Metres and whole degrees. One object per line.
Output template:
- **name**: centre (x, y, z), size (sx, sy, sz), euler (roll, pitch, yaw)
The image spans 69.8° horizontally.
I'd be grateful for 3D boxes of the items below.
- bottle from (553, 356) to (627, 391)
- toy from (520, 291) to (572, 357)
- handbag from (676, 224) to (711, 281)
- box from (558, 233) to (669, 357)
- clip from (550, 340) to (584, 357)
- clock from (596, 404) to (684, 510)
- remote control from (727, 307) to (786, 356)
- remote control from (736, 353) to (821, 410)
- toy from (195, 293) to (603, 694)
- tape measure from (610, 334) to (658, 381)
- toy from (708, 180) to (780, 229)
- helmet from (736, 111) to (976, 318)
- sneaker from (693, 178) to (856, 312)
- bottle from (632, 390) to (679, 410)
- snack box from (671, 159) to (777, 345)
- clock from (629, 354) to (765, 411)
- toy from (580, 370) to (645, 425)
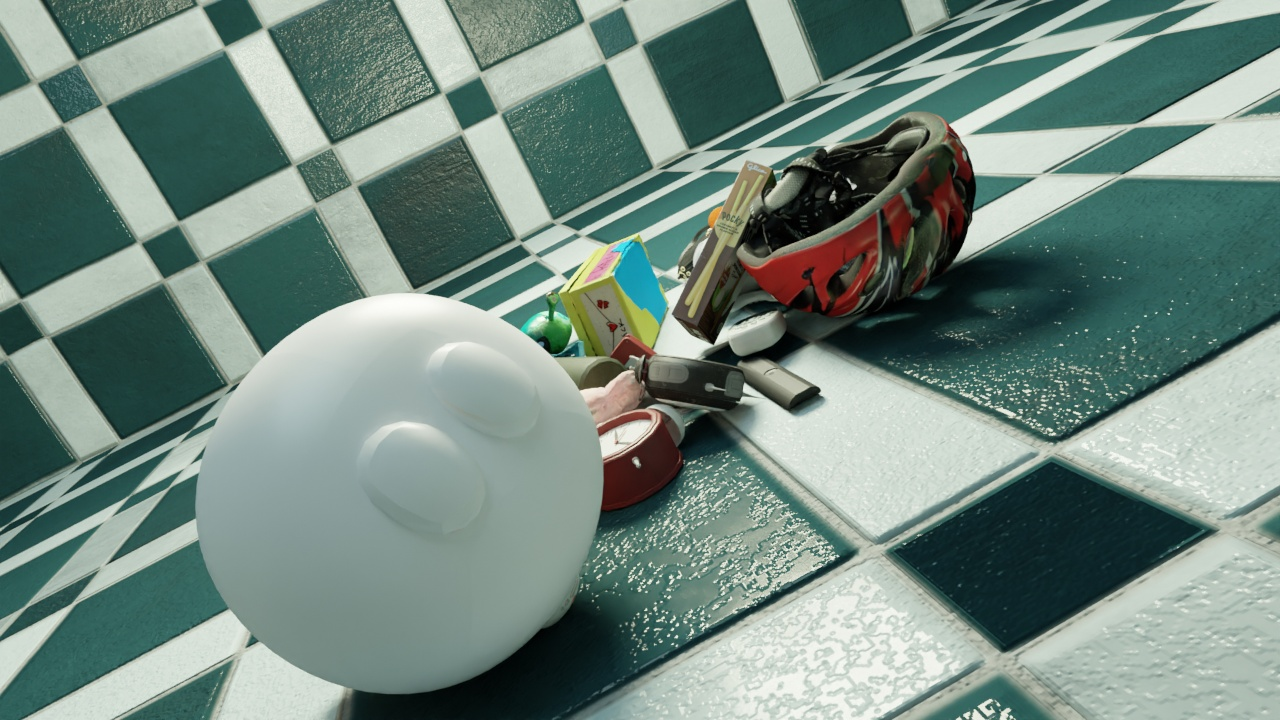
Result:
- **bottle**: centre (-0.091, 0.032, 1.045), size (0.071, 0.071, 0.207), euler (-36, 18, -29)
- **toy**: centre (-0.150, -0.012, 1.193), size (0.194, 0.072, 0.130), euler (-45, -21, 16)
- **handbag**: centre (0.098, -0.166, 1.367), size (0.129, 0.054, 0.078), euler (-40, 7, 46)
- **box**: centre (-0.028, -0.080, 1.211), size (0.080, 0.124, 0.220), euler (-20, 19, 14)
- **clip**: centre (-0.117, 0.005, 1.134), size (0.103, 0.027, 0.120), euler (2, -19, 1)
- **clock**: centre (-0.012, 0.081, 0.812), size (0.096, 0.048, 0.137), euler (-20, 18, 21)
- **remote control**: centre (0.121, -0.031, 0.958), size (0.060, 0.028, 0.114), euler (-20, 6, 17)
- **remote control**: centre (0.126, 0.018, 0.854), size (0.033, 0.015, 0.147), euler (-28, 16, -6)
- **toy**: centre (-0.160, 0.100, 0.640), size (0.262, 0.265, 0.282), euler (-60, 5, -37)
- **tape measure**: centre (-0.006, 0.006, 1.042), size (0.051, 0.059, 0.019), euler (-52, 5, 25)
- **toy**: centre (0.179, -0.192, 1.243), size (0.176, 0.112, 0.096), euler (-4, 68, 52)
- **helmet**: centre (0.219, -0.136, 0.905), size (0.217, 0.167, 0.272), euler (-47, 12, -14)
- **sneaker**: centre (0.182, -0.119, 1.093), size (0.270, 0.103, 0.132), euler (-19, 32, 25)
- **bottle**: centre (0.033, 0.033, 0.924), size (0.113, 0.030, 0.030), euler (-15, 20, 34)
- **snack box**: centre (0.099, -0.116, 1.017), size (0.186, 0.032, 0.101), euler (-64, -18, -3)
- **clock**: centre (0.045, 0.022, 0.849), size (0.123, 0.043, 0.091), euler (7, -3, 36)
- **toy**: centre (-0.039, 0.049, 0.897), size (0.105, 0.053, 0.108), euler (-34, -15, 1)
